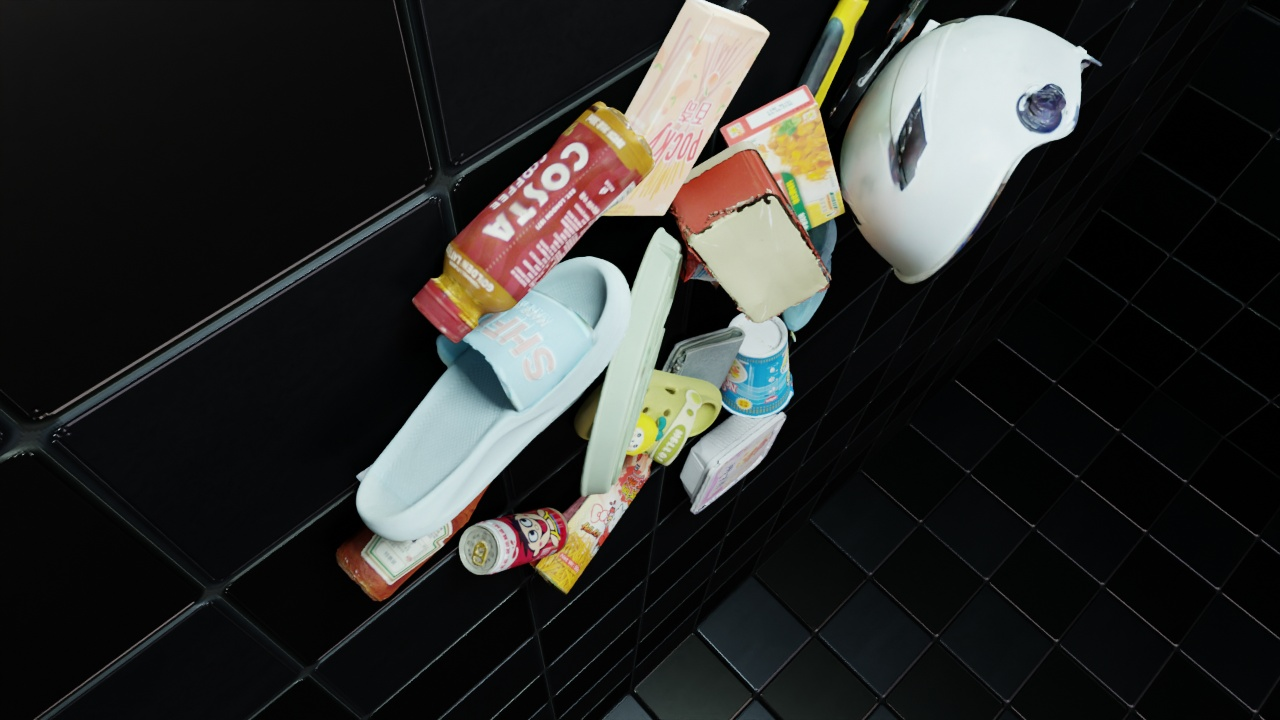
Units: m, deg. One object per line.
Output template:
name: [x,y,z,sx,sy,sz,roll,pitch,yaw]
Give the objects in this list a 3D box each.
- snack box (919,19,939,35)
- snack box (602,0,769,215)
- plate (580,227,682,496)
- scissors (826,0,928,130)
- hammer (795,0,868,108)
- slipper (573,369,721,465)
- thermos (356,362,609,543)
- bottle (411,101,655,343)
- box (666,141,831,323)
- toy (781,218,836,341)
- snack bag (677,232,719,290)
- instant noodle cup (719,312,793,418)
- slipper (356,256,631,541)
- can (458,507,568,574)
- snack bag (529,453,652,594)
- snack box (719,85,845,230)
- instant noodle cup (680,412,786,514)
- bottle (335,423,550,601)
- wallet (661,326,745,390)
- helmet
snack box: [0.277,-0.273,0.960,0.084,0.027,0.157,-15,141,-55]
snack box: [0.024,-0.173,0.650,0.084,0.026,0.158,-14,142,-55]
plate: [-0.005,0.004,0.758,0.230,0.027,0.230,19,86,-87]
scissors: [0.210,-0.273,0.764,0.229,0.021,0.222,-54,179,-35]
hammer: [0.161,-0.274,0.727,0.125,0.032,0.324,-29,153,-40]
slipper: [0.023,0.062,0.955,0.190,0.081,0.092,3,128,-43]
thermos: [-0.112,0.041,0.719,0.223,0.073,0.073,-41,158,-17]
bottle: [-0.069,-0.085,0.583,0.175,0.057,0.057,-45,159,-5]
box: [0.095,-0.095,0.776,0.091,0.077,0.168,-28,148,15]
toy: [0.195,-0.096,1.061,0.161,0.050,0.156,-56,163,-79]
snack bag: [0.056,-0.091,0.847,0.104,0.026,0.048,5,85,-63]
instant noodle cup: [0.138,-0.001,1.102,0.099,0.099,0.110,-38,149,-22]
slipper: [-0.110,0.015,0.634,0.245,0.104,0.074,-49,133,-11]
can: [-0.131,0.188,0.963,0.053,0.053,0.132,-53,158,15]
snack bag: [-0.052,0.180,1.110,0.207,0.073,0.129,-49,160,-17]
snack box: [0.126,-0.162,0.791,0.077,0.027,0.156,-25,149,9]
instant noodle cup: [0.130,0.138,1.371,0.173,0.060,0.138,-31,154,-34]
bottle: [-0.158,0.108,0.764,0.205,0.060,0.060,-44,159,-18]
wallet: [0.053,0.021,1.037,0.106,0.037,0.130,-13,141,-37]
helmet: [0.268,-0.207,0.829,0.258,0.146,0.229,-52,-179,-22]
